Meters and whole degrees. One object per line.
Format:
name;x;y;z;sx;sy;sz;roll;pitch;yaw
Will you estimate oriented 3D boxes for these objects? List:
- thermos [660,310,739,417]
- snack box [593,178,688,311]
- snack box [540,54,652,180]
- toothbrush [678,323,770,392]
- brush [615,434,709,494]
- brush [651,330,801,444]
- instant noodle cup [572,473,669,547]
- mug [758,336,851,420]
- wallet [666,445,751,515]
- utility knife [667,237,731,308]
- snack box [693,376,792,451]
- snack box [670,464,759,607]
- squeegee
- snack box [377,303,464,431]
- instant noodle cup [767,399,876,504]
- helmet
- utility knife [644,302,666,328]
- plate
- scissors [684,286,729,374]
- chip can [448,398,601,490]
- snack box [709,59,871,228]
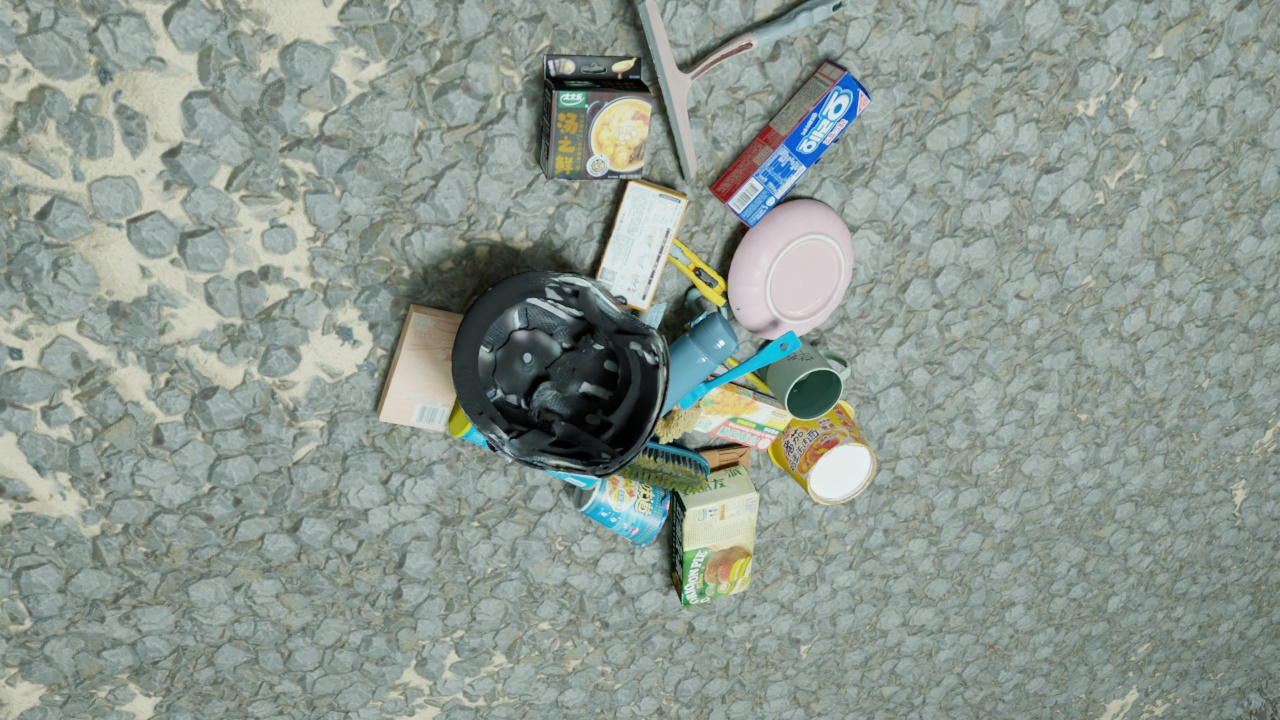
thermos;0.032;0.025;1.177;0.221;0.070;0.070;-43;125;17
snack box;-0.003;-0.139;1.111;0.075;0.026;0.154;17;114;-9
snack box;-0.051;-0.267;1.017;0.113;0.053;0.126;-5;127;-17
toothbrush;0.116;0.001;1.240;0.017;0.015;0.190;-46;130;13
brush;0.027;0.135;1.270;0.144;0.073;0.055;15;127;-6
brush;0.099;0.032;1.202;0.255;0.045;0.083;-32;96;28
instant noodle cup;-0.031;0.196;1.284;0.110;0.099;0.099;28;108;-22
mug;0.226;0.015;1.249;0.111;0.106;0.082;-20;124;-7
wallet;0.096;0.174;1.349;0.131;0.031;0.108;-8;124;-16
utility knife;0.062;-0.118;1.155;0.170;0.015;0.033;37;89;-26
snack box;0.137;0.076;1.296;0.155;0.027;0.077;19;120;-31
snack box;0.107;0.265;1.364;0.114;0.063;0.240;-13;134;-12
squeegee;0.124;-0.353;1.030;0.249;0.040;0.248;-30;141;-7
snack box;-0.260;0.011;1.123;0.084;0.026;0.157;13;115;-25
instant noodle cup;0.269;0.135;1.337;0.138;0.109;0.138;-9;121;-15
helmet;-0.109;0.014;1.095;0.274;0.157;0.230;23;83;-24
utility knife;-0.007;0.007;1.193;0.031;0.022;0.213;6;136;-21
plate;0.204;-0.110;1.186;0.192;0.039;0.193;-12;120;-23
scissors;0.047;-0.015;1.222;0.180;0.019;0.170;-16;125;-11
chip can;-0.142;0.102;1.194;0.210;0.071;0.071;28;108;-32
snack box;0.178;-0.257;1.095;0.057;0.058;0.208;35;104;-33
